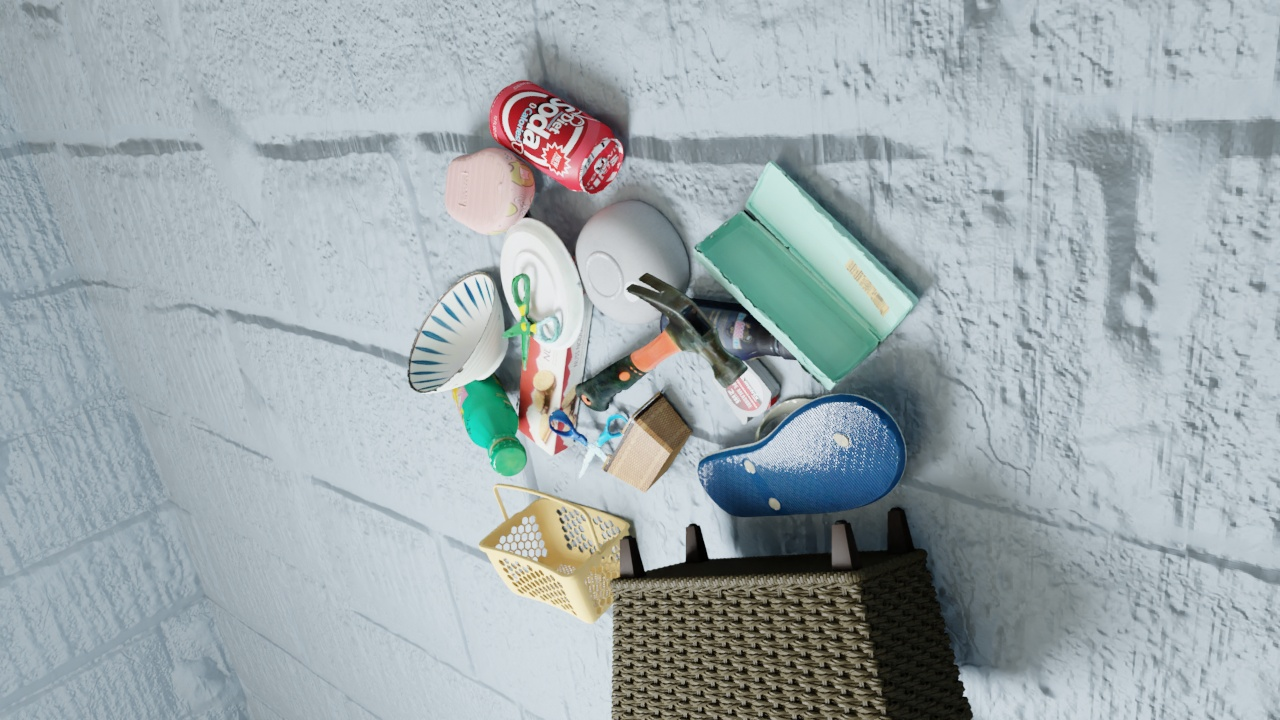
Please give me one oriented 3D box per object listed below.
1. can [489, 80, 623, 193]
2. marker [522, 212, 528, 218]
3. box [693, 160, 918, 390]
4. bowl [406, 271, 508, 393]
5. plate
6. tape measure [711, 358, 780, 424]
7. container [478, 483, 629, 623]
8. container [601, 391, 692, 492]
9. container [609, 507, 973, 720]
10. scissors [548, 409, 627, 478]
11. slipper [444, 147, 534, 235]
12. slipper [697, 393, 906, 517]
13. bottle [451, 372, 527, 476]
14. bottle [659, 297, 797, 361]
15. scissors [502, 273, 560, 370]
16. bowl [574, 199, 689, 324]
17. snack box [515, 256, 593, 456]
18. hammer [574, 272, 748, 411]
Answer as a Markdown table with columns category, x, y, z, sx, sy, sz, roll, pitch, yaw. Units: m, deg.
| category | x | y | z | sx | sy | sz | roll | pitch | yaw |
| --- | --- | --- | --- | --- | --- | --- | --- | --- | --- |
| can | -0.091 | -0.236 | 0.967 | 0.142 | 0.074 | 0.075 | 36 | 133 | 25 |
| marker | -0.140 | -0.170 | 1.096 | 0.018 | 0.015 | 0.134 | -4 | 111 | 67 |
| box | 0.144 | -0.076 | 0.829 | 0.187 | 0.078 | 0.110 | 48 | 144 | 13 |
| bowl | -0.222 | -0.022 | 1.197 | 0.071 | 0.177 | 0.178 | 33 | 152 | -35 |
| plate | -0.118 | -0.085 | 1.049 | 0.157 | 0.014 | 0.157 | 27 | 128 | 41 |
| tape measure | 0.113 | 0.029 | 0.959 | 0.060 | 0.020 | 0.062 | 55 | 138 | 5 |
| container | -0.110 | 0.238 | 1.215 | 0.184 | 0.128 | 0.167 | 7 | 124 | 42 |
| container | 0.010 | 0.100 | 1.074 | 0.061 | 0.063 | 0.114 | 39 | 135 | 11 |
| container | 0.130 | 0.266 | 0.917 | 0.322 | 0.176 | 0.205 | -13 | 81 | 38 |
| scissors | -0.065 | 0.102 | 1.154 | 0.129 | 0.014 | 0.128 | 23 | 128 | 0 |
| slipper | -0.161 | -0.189 | 1.041 | 0.197 | 0.081 | 0.093 | 18 | 104 | 58 |
| slipper | 0.164 | 0.099 | 0.924 | 0.118 | 0.060 | 0.296 | 56 | 145 | -3 |
| bottle | -0.192 | 0.079 | 1.183 | 0.209 | 0.068 | 0.068 | -131 | 33 | -57 |
| bottle | 0.095 | -0.029 | 0.916 | 0.161 | 0.056 | 0.056 | 9 | 119 | 38 |
| scissors | -0.126 | -0.037 | 1.062 | 0.121 | 0.012 | 0.128 | 34 | 132 | 38 |
| bowl | -0.019 | -0.099 | 0.981 | 0.132 | 0.064 | 0.132 | 23 | 127 | 34 |
| snack box | -0.109 | -0.005 | 1.138 | 0.077 | 0.044 | 0.274 | 34 | 132 | 28 |
| hammer | -0.006 | 0.006 | 0.994 | 0.133 | 0.033 | 0.334 | 49 | 154 | -2 |
